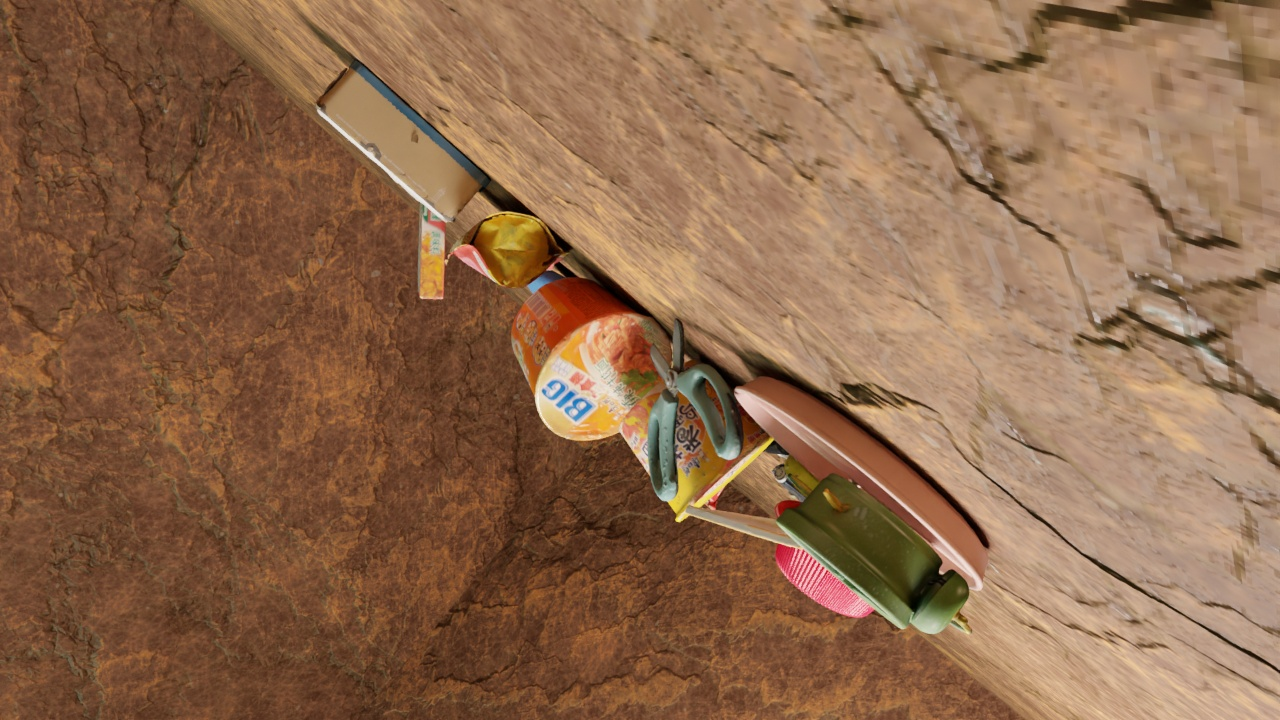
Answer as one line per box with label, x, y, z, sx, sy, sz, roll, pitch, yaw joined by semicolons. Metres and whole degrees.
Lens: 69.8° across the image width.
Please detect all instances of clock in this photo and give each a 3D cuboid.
clock;0.173;0.146;0.666;0.161;0.056;0.116;41;176;-4

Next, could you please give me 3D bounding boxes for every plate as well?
plate;0.167;0.087;0.695;0.229;0.028;0.229;41;176;3

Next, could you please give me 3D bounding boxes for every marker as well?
marker;0.145;0.090;0.974;0.132;0.022;0.020;83;180;-85

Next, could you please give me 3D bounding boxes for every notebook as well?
notebook;0.163;0.161;0.837;0.206;0.010;0.146;14;175;-35

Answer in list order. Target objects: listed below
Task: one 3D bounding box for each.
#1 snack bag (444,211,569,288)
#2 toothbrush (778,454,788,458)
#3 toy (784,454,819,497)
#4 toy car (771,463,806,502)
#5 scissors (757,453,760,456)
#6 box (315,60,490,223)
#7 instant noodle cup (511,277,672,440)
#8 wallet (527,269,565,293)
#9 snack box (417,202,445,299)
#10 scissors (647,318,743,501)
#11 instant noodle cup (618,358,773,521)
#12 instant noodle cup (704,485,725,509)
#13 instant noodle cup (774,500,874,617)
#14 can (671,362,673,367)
snack bag;-0.143;-0.112;0.978;0.128;0.073;0.208;1;-176;-13
toothbrush;0.172;0.111;0.978;0.016;0.016;0.180;38;177;-10
toy;0.173;0.115;0.840;0.100;0.031;0.096;25;-151;-35
toy car;0.185;0.144;0.995;0.105;0.031;0.049;37;171;45
scissors;0.081;0.064;1.314;0.182;0.015;0.209;42;176;-36
box;-0.229;-0.207;0.909;0.184;0.063;0.090;39;177;-17
instant noodle cup;-0.058;-0.010;0.949;0.151;0.151;0.111;44;-177;-44
wallet;-0.082;-0.074;1.128;0.133;0.040;0.106;30;172;21
snack box;-0.229;-0.148;1.007;0.027;0.156;0.077;1;-173;-15
scissors;0.040;0.058;0.780;0.019;0.175;0.170;-3;-158;-22
instant noodle cup;0.054;0.072;0.903;0.110;0.138;0.138;49;178;12
instant noodle cup;0.073;0.106;1.184;0.138;0.108;0.138;40;176;3
instant noodle cup;0.239;0.253;1.140;0.194;0.066;0.193;27;-168;-7
can;-0.006;0.006;1.065;0.083;0.057;0.102;7;153;47
